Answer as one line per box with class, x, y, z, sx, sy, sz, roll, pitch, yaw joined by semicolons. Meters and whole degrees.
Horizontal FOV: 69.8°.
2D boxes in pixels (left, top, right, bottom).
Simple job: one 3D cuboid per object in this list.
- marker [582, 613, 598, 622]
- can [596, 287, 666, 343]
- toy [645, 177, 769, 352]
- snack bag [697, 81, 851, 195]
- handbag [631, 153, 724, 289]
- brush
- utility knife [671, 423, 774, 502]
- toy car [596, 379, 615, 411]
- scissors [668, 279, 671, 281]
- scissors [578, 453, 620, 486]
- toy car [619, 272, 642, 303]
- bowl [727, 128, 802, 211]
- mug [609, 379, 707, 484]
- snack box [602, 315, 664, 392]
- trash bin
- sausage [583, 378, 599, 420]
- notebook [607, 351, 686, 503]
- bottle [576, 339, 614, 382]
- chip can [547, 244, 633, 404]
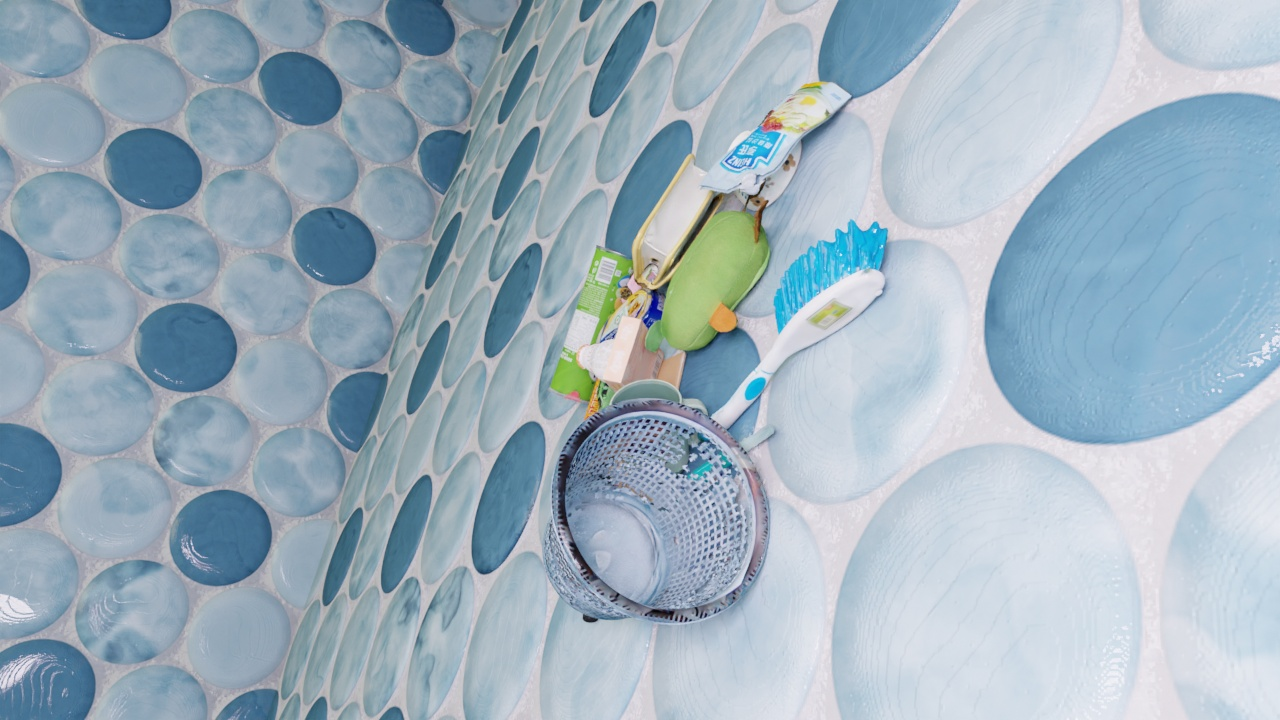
marker;-0.065;0.277;1.190;0.022;0.020;0.131;-36;36;30
can;-0.008;-0.047;1.328;0.149;0.049;0.074;-41;35;43
toy;0.096;-0.108;1.124;0.247;0.090;0.226;-57;17;29
snack bag;0.158;-0.263;1.098;0.190;0.039;0.110;-44;40;-14
handbag;0.051;-0.168;1.235;0.163;0.063;0.179;-58;-9;-18
brush;0.151;-0.022;0.985;0.316;0.060;0.109;-43;37;47
utility knife;0.086;0.120;1.030;0.210;0.013;0.029;-43;31;46
toy car;-0.044;0.046;1.326;0.043;0.036;0.091;138;146;-70
scissors;0.069;-0.132;1.291;0.128;0.017;0.133;-61;29;4
scissors;-0.054;0.143;1.212;0.221;0.021;0.221;-44;9;26
toy car;0.007;-0.130;1.332;0.123;0.037;0.056;-60;2;37
bowl;0.149;-0.257;1.181;0.114;0.062;0.113;-43;34;39
mug;0.026;0.084;1.082;0.082;0.111;0.106;-110;6;-50
snack box;-0.007;0.007;1.170;0.157;0.026;0.084;53;-126;-70
trash bin;-0.008;0.179;0.964;0.196;0.226;0.226;128;155;-57
sausage;-0.071;0.081;1.359;0.022;0.021;0.164;-32;35;51
notebook;0.001;0.099;1.229;0.148;0.008;0.207;-25;47;56
bottle;-0.041;0.001;1.283;0.108;0.063;0.063;11;77;42
chip can;-0.072;-0.054;1.408;0.072;0.072;0.236;28;100;66
